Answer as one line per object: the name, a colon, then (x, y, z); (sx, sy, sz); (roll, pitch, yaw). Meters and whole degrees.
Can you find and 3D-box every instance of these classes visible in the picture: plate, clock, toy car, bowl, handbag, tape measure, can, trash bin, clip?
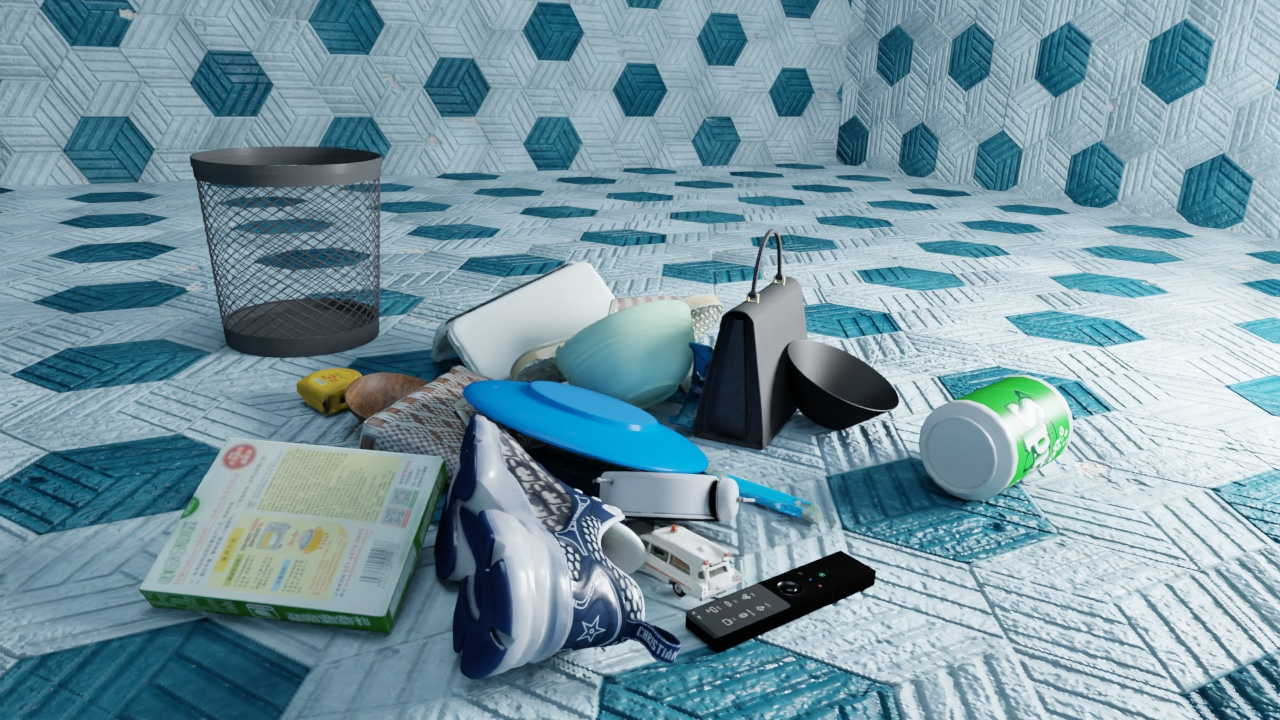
plate: (-0.044, 0.047, 0.808); (0.224, 0.024, 0.224); (17, 6, -2)
clock: (0.026, 0.104, 0.702); (0.122, 0.035, 0.094); (2, -8, -5)
toy car: (0.020, 0.135, 0.656); (0.039, 0.039, 0.113); (-11, 19, -36)
bowl: (-0.240, 0.049, 0.907); (0.102, 0.026, 0.114); (16, 21, -3)
handbag: (-0.158, 0.055, 0.847); (0.124, 0.047, 0.185); (18, 20, 11)
tape measure: (-0.319, 0.030, 0.957); (0.068, 0.030, 0.058); (21, 26, 39)
handbag: (0.125, -0.036, 0.939); (0.072, 0.196, 0.175); (10, 20, 23)
bowl: (0.196, 0.035, 0.940); (0.124, 0.053, 0.123); (19, 27, -10)
can: (0.319, 0.067, 0.823); (0.139, 0.088, 0.088); (-15, 25, -41)
trash bin: (-0.430, -0.141, 1.148); (0.218, 0.227, 0.217); (2, 18, -1)
clip: (0.056, 0.038, 0.929); (0.033, 0.122, 0.120); (11, 52, 19)
bowl: (-0.006, 0.006, 0.943); (0.151, 0.077, 0.151); (-20, -18, -7)

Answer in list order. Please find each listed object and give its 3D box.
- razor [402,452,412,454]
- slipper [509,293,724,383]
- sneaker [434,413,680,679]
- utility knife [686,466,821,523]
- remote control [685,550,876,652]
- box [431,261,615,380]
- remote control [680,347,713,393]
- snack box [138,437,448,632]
razor: (-0.234, 0.112, 0.714); (0.116, 0.047, 0.088); (-6, 19, 0)
slipper: (-0.028, -0.029, 1.032); (0.262, 0.115, 0.052); (-18, 70, -24)
sneaker: (-0.064, 0.122, 0.640); (0.132, 0.103, 0.269); (11, 15, -20)
utility knife: (0.062, 0.103, 0.806); (0.221, 0.015, 0.031); (13, 17, 34)
remote control: (0.099, 0.162, 0.630); (0.149, 0.013, 0.034); (-11, 22, -34)
box: (-0.131, -0.032, 1.089); (0.210, 0.105, 0.129); (-29, -10, -26)
remote control: (0.071, 0.011, 1.058); (0.060, 0.028, 0.114); (-2, 19, -6)
snack box: (-0.233, 0.116, 0.634); (0.168, 0.027, 0.131); (5, 45, 7)
